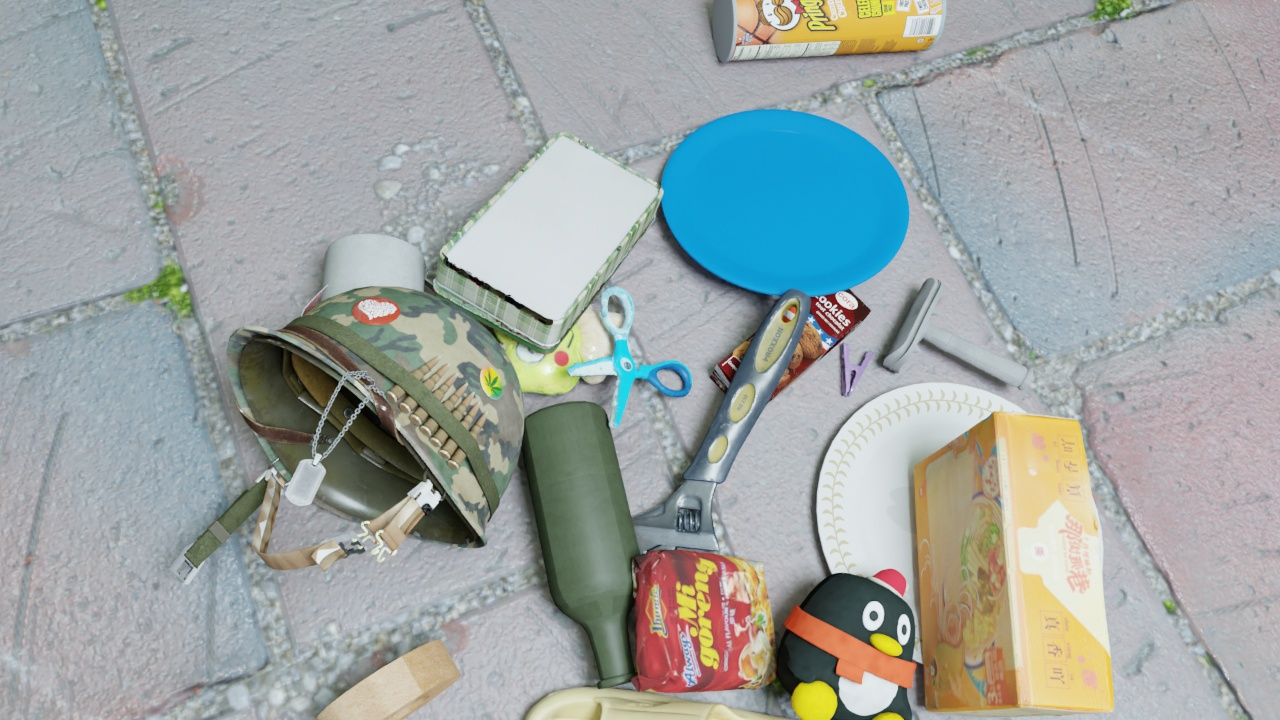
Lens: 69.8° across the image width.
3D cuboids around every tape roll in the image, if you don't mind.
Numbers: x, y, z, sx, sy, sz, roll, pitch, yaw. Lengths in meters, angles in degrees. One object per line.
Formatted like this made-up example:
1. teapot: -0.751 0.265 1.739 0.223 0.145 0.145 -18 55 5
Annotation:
1. tape roll: -0.169 0.228 0.623 0.093 0.094 0.027 -31 75 -18

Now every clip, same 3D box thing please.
1. clip: 0.190 0.007 0.802 0.046 0.014 0.050 -7 66 -13

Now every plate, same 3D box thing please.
1. plate: 0.130 -0.143 0.838 0.224 0.024 0.223 1 58 -2
2. plate: 0.262 0.134 0.757 0.242 0.016 0.242 2 68 -6

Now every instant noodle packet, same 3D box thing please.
1. instant noodle packet: 0.048 0.190 0.669 0.135 0.040 0.098 16 65 -41

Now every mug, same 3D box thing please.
1. mug: -0.200 -0.052 0.741 0.113 0.084 0.070 3 65 -14

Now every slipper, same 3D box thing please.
1. slipper: 0.043 0.293 0.634 0.261 0.079 0.111 8 71 -4

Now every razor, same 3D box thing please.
1. razor: 0.282 -0.009 0.796 0.116 0.047 0.088 28 67 10

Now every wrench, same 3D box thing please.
1. wrench: 0.066 0.062 0.733 0.073 0.022 0.273 26 80 13

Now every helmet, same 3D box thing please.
1. helmet: -0.190 0.057 0.630 0.193 0.224 0.235 -2 57 39

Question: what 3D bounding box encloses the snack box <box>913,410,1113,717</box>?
1. snack box: 0.266 0.152 0.661 0.080 0.145 0.195 6 67 -5

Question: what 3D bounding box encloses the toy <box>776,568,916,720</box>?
1. toy: 0.153 0.202 0.663 0.097 0.100 0.119 26 84 -13

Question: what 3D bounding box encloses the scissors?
1. scissors: -0.003 0.005 0.745 0.134 0.012 0.133 33 44 -27

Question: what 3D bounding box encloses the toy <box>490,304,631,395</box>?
1. toy: -0.064 -0.015 0.762 0.115 0.046 0.092 -7 63 -19

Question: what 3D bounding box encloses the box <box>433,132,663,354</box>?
1. box: -0.071 -0.102 0.766 0.117 0.050 0.204 30 51 2

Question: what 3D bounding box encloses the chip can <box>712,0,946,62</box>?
1. chip can: 0.185 -0.340 0.908 0.215 0.075 0.075 -6 69 -10

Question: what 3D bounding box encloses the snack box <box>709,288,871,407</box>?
1. snack box: 0.130 -0.014 0.792 0.140 0.032 0.051 -38 77 -19

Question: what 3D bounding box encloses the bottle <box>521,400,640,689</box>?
1. bottle: -0.039 0.136 0.687 0.071 0.072 0.206 -10 69 -11
